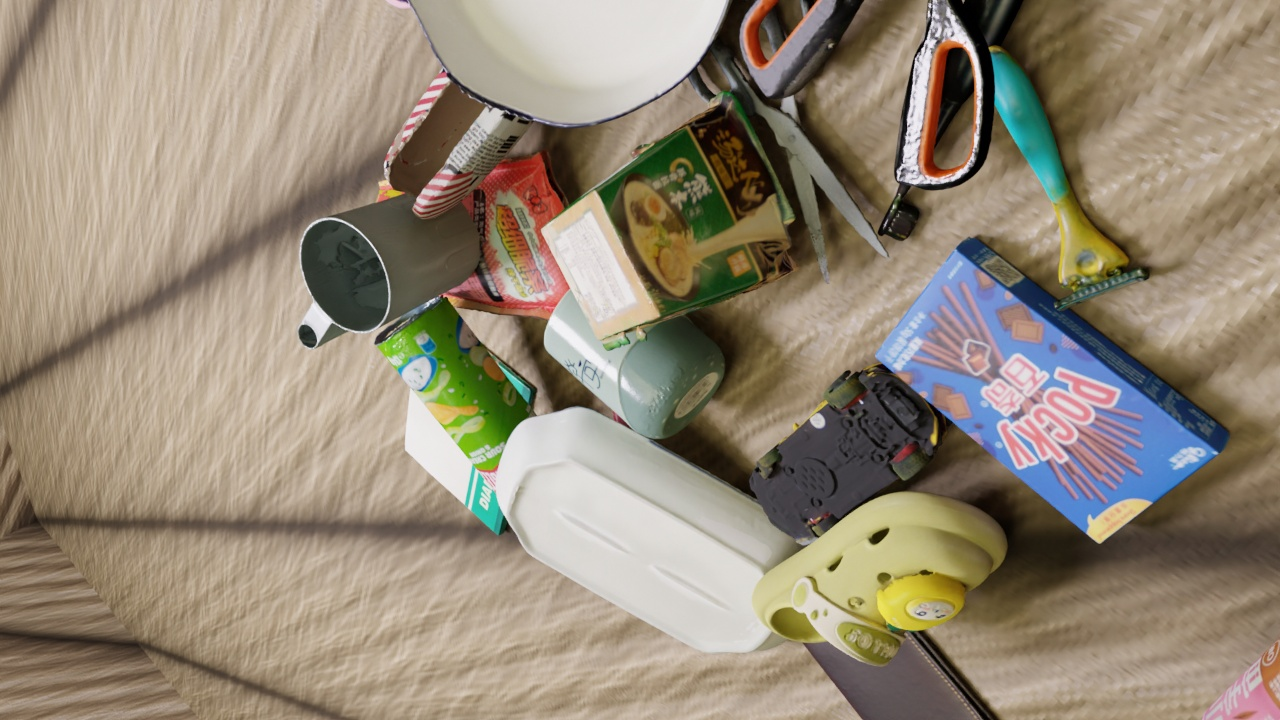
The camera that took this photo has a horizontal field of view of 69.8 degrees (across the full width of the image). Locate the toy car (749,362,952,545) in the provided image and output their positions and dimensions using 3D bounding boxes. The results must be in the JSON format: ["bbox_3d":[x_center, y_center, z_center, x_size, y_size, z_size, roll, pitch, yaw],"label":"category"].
[{"bbox_3d":[0.126,0.059,0.580,0.071,0.041,0.156,49,136,11],"label":"toy car"}]

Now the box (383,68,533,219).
[{"bbox_3d":[-0.098,-0.157,0.616,0.164,0.074,0.079,-47,65,17],"label":"box"}]

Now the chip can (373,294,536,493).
[{"bbox_3d":[-0.119,0.057,0.757,0.072,0.072,0.236,-19,112,48],"label":"chip can"}]

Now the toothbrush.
[{"bbox_3d":[0.158,-0.144,0.440,0.027,0.026,0.213,21,134,8],"label":"toothbrush"}]

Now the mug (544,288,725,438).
[{"bbox_3d":[-0.004,0.004,0.647,0.106,0.082,0.112,41,148,18],"label":"mug"}]

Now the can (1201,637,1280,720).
[{"bbox_3d":[0.327,0.152,0.430,0.058,0.057,0.148,34,134,25],"label":"can"}]

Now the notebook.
[{"bbox_3d":[-0.172,0.060,0.895,0.150,0.012,0.210,37,134,22],"label":"notebook"}]

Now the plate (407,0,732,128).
[{"bbox_3d":[-0.040,-0.238,0.510,0.205,0.045,0.205,7,114,15],"label":"plate"}]

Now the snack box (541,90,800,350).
[{"bbox_3d":[0.011,-0.076,0.548,0.118,0.105,0.117,-19,99,59],"label":"snack box"}]

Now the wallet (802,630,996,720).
[{"bbox_3d":[0.179,0.227,0.649,0.122,0.020,0.097,51,133,10],"label":"wallet"}]

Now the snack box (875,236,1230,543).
[{"bbox_3d":[0.209,0.016,0.485,0.157,0.026,0.085,43,136,17],"label":"snack box"}]

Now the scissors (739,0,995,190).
[{"bbox_3d":[0.128,-0.181,0.417,0.221,0.021,0.224,-16,99,50],"label":"scissors"}]

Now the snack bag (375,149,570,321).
[{"bbox_3d":[-0.129,-0.094,0.725,0.208,0.073,0.129,4,114,38],"label":"snack bag"}]

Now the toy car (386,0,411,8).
[{"bbox_3d":[-0.149,-0.277,0.650,0.122,0.037,0.056,17,126,36],"label":"toy car"}]

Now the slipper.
[{"bbox_3d":[0.144,0.151,0.568,0.091,0.081,0.191,24,139,-21],"label":"slipper"}]

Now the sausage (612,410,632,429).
[{"bbox_3d":[-0.009,0.073,0.737,0.020,0.020,0.156,17,124,37],"label":"sausage"}]

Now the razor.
[{"bbox_3d":[0.194,-0.088,0.435,0.043,0.028,0.132,-24,101,35],"label":"razor"}]

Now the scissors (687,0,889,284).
[{"bbox_3d":[0.083,-0.134,0.521,0.172,0.014,0.160,31,130,31],"label":"scissors"}]

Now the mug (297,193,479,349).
[{"bbox_3d":[-0.190,-0.065,0.679,0.083,0.103,0.124,49,128,2],"label":"mug"}]

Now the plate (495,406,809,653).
[{"bbox_3d":[0.004,0.140,0.691,0.266,0.034,0.162,30,126,4],"label":"plate"}]
